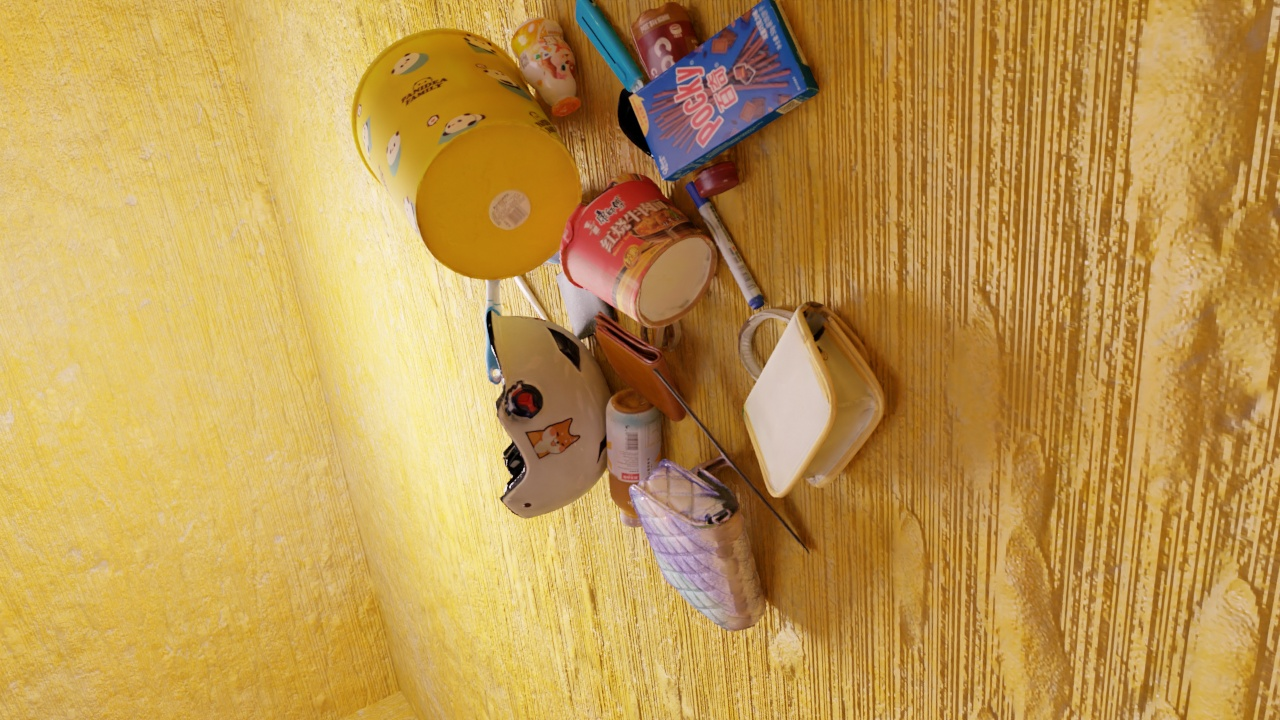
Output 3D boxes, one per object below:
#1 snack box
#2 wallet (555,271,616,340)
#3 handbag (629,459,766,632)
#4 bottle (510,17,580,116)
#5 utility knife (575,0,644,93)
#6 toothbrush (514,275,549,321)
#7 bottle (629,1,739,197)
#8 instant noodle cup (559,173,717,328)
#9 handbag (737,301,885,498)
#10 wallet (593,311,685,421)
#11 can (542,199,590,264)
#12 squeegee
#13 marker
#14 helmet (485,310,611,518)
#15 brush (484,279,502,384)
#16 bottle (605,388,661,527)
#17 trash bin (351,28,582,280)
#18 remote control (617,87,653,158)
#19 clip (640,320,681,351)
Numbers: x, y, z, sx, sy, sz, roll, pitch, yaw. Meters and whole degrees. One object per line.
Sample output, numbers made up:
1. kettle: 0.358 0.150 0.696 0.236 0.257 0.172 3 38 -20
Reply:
1. snack box: 0.067 -0.228 0.788 0.158 0.026 0.084 -26 83 35
2. wallet: -0.073 -0.081 1.199 0.121 0.019 0.097 -19 88 63
3. handbag: 0.068 0.201 1.016 0.134 0.075 0.194 31 150 42
4. bottle: -0.105 -0.335 1.052 0.063 0.063 0.108 -38 73 60
5. utility knife: -0.014 -0.298 0.945 0.238 0.018 0.034 60 148 28
6. toothbrush: -0.145 -0.065 1.333 0.180 0.016 0.016 56 146 27
7. bottle: 0.045 -0.240 0.855 0.058 0.057 0.175 -22 87 62
8. instant noodle cup: 0.004 -0.104 0.937 0.108 0.137 0.138 41 140 33
9. handbag: 0.145 0.017 0.848 0.164 0.063 0.178 111 147 -49
10. wallet: -0.006 0.006 1.049 0.119 0.035 0.131 39 166 32
11. can: -0.098 -0.157 1.135 0.111 0.075 0.075 8 113 59
12. squeegee: 0.069 0.132 1.056 0.247 0.040 0.250 50 155 3
13. marker: 0.083 -0.115 0.905 0.145 0.016 0.017 63 151 14
14. helmet: -0.112 0.065 1.200 0.230 0.157 0.274 -139 44 -80
15. brush: -0.211 -0.119 1.339 0.110 0.060 0.314 -179 84 -66
16. bottle: -0.008 0.127 1.154 0.068 0.067 0.190 38 138 45
17. trash bin: -0.195 -0.232 1.055 0.255 0.229 0.230 -126 31 -48
18. remote control: 0.009 -0.240 0.952 0.136 0.024 0.053 47 141 37
19. clip: 0.026 -0.055 1.028 0.071 0.034 0.100 35 127 48
